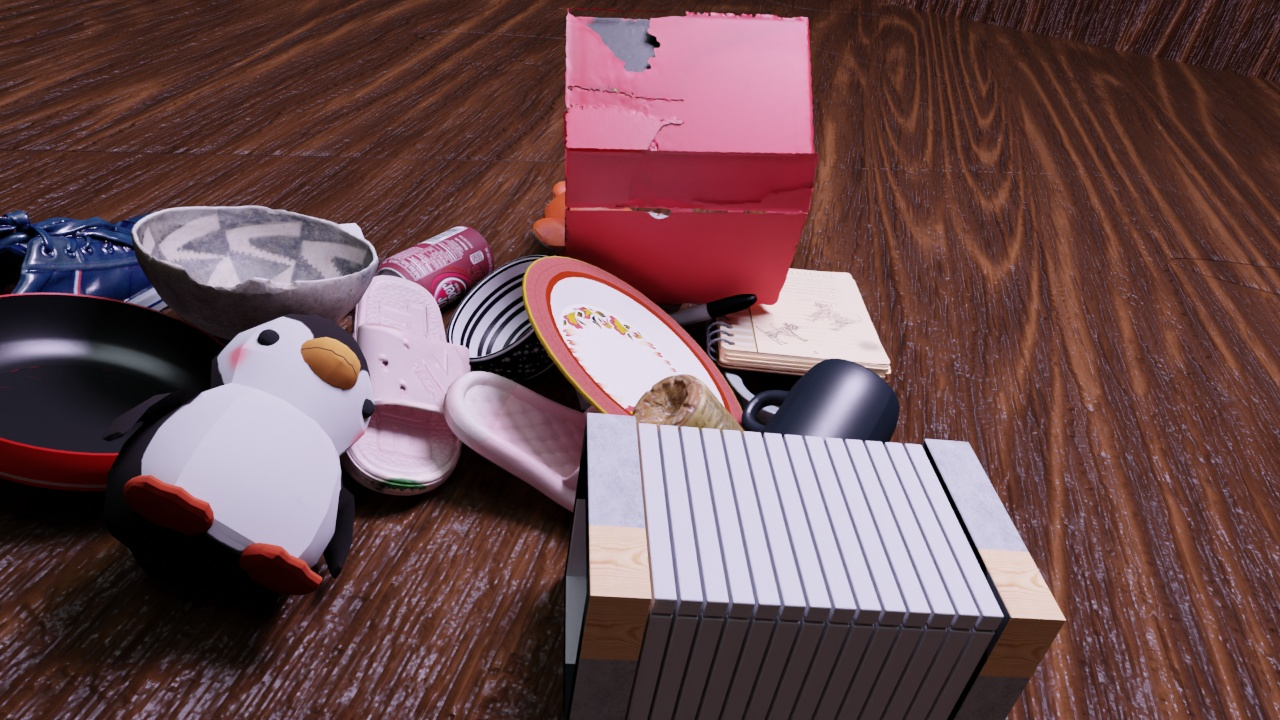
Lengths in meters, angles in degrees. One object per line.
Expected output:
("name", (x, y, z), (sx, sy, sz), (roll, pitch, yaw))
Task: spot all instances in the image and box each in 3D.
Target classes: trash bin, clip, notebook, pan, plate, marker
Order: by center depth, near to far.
("trash bin", (0.083, 0.141, 0.553), (0.247, 0.143, 0.142), (5, 34, -7))
("pan", (-0.331, 0.023, 0.691), (0.355, 0.067, 0.209), (7, 28, -35))
("plate", (-0.004, 0.004, 0.736), (0.229, 0.021, 0.229), (35, 25, -19))
("clip", (0.174, 0.039, 0.829), (0.174, 0.030, 0.158), (33, 42, 30))
("marker", (0.045, -0.041, 0.873), (0.139, 0.016, 0.022), (-15, -5, 20))
("notebook", (0.148, -0.045, 0.917), (0.167, 0.024, 0.225), (6, 27, 0))

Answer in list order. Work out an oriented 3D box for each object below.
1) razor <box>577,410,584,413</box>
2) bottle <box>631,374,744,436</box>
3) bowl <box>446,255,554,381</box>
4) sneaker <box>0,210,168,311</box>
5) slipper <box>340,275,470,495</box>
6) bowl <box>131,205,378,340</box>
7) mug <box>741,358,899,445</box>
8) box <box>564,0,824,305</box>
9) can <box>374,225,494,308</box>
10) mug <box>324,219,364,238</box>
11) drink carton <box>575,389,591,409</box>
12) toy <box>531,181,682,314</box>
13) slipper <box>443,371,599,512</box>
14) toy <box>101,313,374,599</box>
("razor", (-0.044, 0.048, 0.768), (0.144, 0.022, 0.042), (5, 62, 2))
("bottle", (0.061, 0.082, 0.635), (0.060, 0.166, 0.059), (-29, 32, 20))
("bowl", (-0.102, -0.026, 0.806), (0.120, 0.066, 0.120), (-22, 41, 20))
("sneaker", (-0.487, -0.090, 0.769), (0.121, 0.127, 0.293), (19, 33, 11))
("slipper", (-0.182, 0.002, 0.724), (0.094, 0.065, 0.239), (16, 36, -28))
("bowl", (-0.304, -0.061, 0.727), (0.178, 0.081, 0.178), (13, 23, -6))
("mug", (0.134, 0.053, 0.727), (0.122, 0.085, 0.094), (16, 58, 40))
("box", (0.040, -0.179, 0.792), (0.211, 0.319, 0.121), (0, 32, -4))
("can", (-0.197, -0.084, 0.883), (0.063, 0.063, 0.113), (25, 37, 22))
("mug", (-0.309, -0.096, 0.855), (0.089, 0.074, 0.105), (-10, 50, -26))
("drink carton", (-0.033, -0.005, 0.829), (0.058, 0.040, 0.122), (-2, 36, -16))
("toy", (-0.025, -0.121, 0.968), (0.172, 0.093, 0.163), (23, 37, -3))
("slipper", (-0.041, 0.065, 0.686), (0.221, 0.056, 0.106), (25, 30, -3))
("toy", (-0.247, 0.053, 0.595), (0.159, 0.140, 0.183), (42, 43, -27))
